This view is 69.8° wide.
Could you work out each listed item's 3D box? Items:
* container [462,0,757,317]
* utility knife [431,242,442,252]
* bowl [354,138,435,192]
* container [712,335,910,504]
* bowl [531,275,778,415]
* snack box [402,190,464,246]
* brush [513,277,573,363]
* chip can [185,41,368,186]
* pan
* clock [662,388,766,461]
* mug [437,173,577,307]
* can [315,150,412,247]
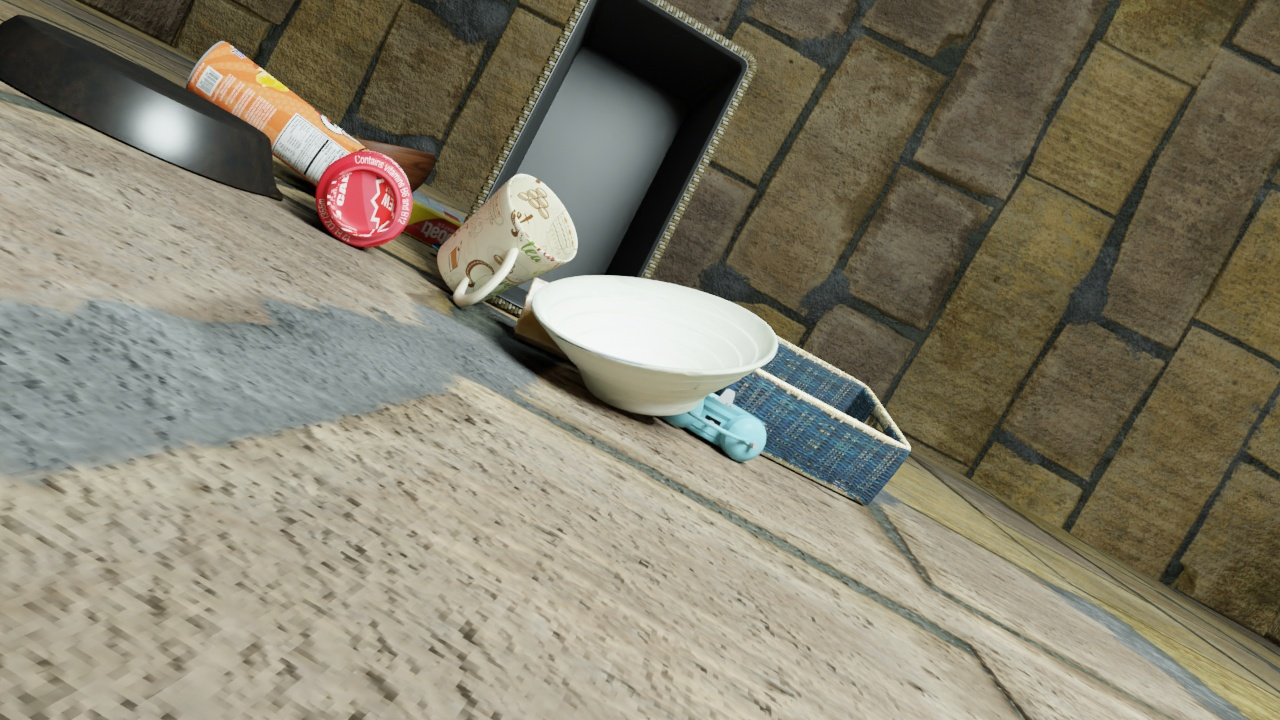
[{"bbox_3d":[-0.054,-0.188,0.945,0.176,0.321,0.205,27,-1,-12],"label":"container"},{"bbox_3d":[-0.191,-0.113,1.066,0.029,0.020,0.171,29,6,24],"label":"utility knife"},{"bbox_3d":[-0.310,-0.210,1.034,0.147,0.069,0.147,9,8,-1],"label":"bowl"},{"bbox_3d":[0.141,0.041,0.862,0.187,0.071,0.145,27,19,-15],"label":"container"},{"bbox_3d":[0.006,-0.005,0.658,0.176,0.058,0.176,9,23,-4],"label":"bowl"},{"bbox_3d":[-0.264,-0.176,1.161,0.092,0.042,0.200,26,6,-20],"label":"snack box"},{"bbox_3d":[-0.050,-0.021,0.750,0.117,0.049,0.039,24,-16,-28],"label":"brush"},{"bbox_3d":[-0.342,-0.225,0.921,0.210,0.062,0.062,37,3,-16],"label":"chip can"},{"bbox_3d":[-0.418,-0.223,0.798,0.248,0.043,0.356,26,6,-21],"label":"pan"},{"bbox_3d":[0.058,0.043,0.713,0.087,0.042,0.123,29,4,7],"label":"clock"},{"bbox_3d":[-0.117,-0.082,0.749,0.081,0.097,0.121,46,32,-27],"label":"mug"},{"bbox_3d":[-0.235,-0.141,0.786,0.074,0.074,0.142,26,6,-19],"label":"can"}]
